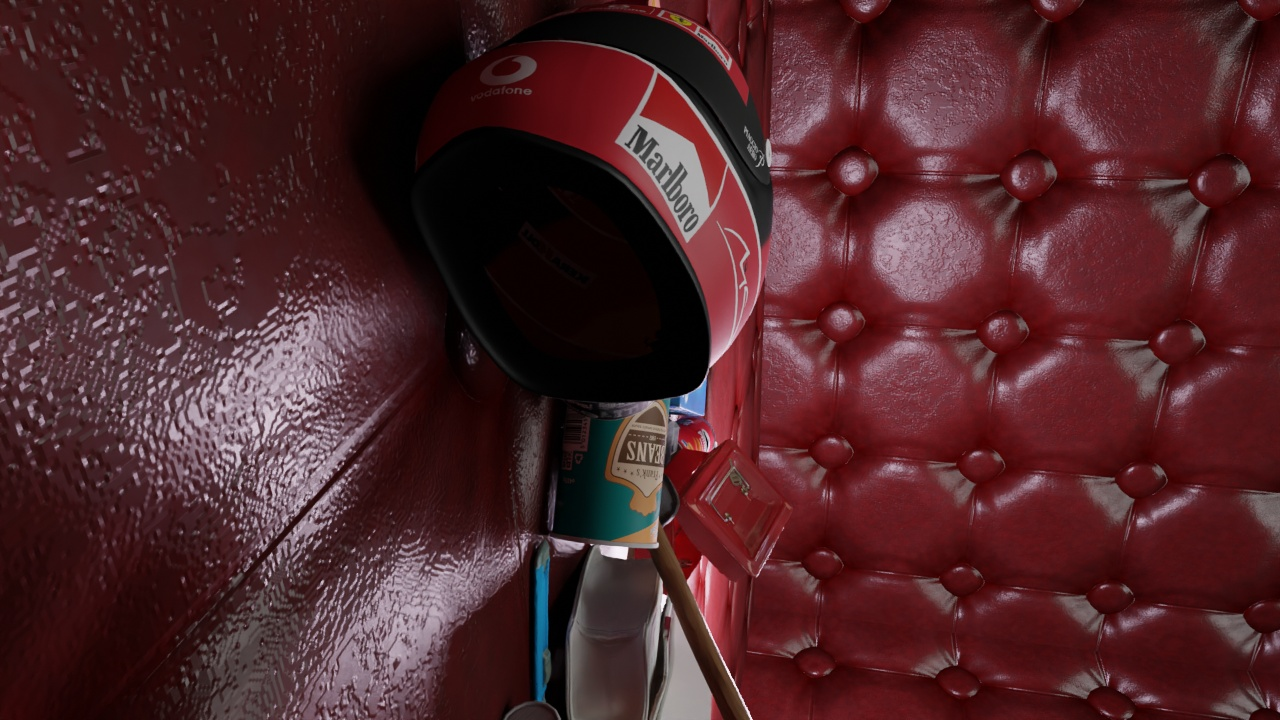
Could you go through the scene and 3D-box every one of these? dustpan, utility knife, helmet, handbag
[{"bbox_3d":[0.000,0.380,0.979,0.191,0.053,0.257,-64,-167,9],"label":"dustpan"},{"bbox_3d":[-0.088,0.269,0.823,0.031,0.015,0.225,-37,132,-68],"label":"utility knife"},{"bbox_3d":[-0.018,-0.110,0.586,0.271,0.198,0.224,67,29,-48],"label":"helmet"},{"bbox_3d":[-0.017,0.284,0.923,0.198,0.096,0.142,-74,164,-76],"label":"handbag"}]

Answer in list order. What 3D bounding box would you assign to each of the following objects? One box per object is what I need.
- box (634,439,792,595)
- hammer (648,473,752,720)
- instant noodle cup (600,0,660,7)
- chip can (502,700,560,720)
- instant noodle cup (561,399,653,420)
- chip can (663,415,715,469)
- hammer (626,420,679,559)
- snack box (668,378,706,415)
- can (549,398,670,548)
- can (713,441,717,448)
[{"bbox_3d":[0.062,0.191,1.098,0.147,0.156,0.157,53,36,-2],"label":"box"},{"bbox_3d":[0.034,0.215,0.870,0.098,0.052,0.328,34,19,-41],"label":"hammer"},{"bbox_3d":[-0.026,-0.217,0.763,0.178,0.078,0.178,3,88,-85],"label":"instant noodle cup"},{"bbox_3d":[-0.083,0.384,0.794,0.051,0.052,0.215,-68,159,-55],"label":"chip can"},{"bbox_3d":[-0.027,-0.018,0.752,0.112,0.137,0.137,92,8,-61],"label":"instant noodle cup"},{"bbox_3d":[0.053,0.125,1.299,0.232,0.073,0.073,-9,103,-77],"label":"chip can"},{"bbox_3d":[-0.004,0.228,1.130,0.117,0.051,0.323,-1,97,-73],"label":"hammer"},{"bbox_3d":[0.055,-0.024,1.289,0.238,0.056,0.195,27,67,-77],"label":"snack box"},{"bbox_3d":[-0.026,0.094,0.843,0.099,0.099,0.144,36,59,-76],"label":"can"},{"bbox_3d":[0.085,0.191,1.465,0.072,0.072,0.128,58,38,-70],"label":"can"}]
